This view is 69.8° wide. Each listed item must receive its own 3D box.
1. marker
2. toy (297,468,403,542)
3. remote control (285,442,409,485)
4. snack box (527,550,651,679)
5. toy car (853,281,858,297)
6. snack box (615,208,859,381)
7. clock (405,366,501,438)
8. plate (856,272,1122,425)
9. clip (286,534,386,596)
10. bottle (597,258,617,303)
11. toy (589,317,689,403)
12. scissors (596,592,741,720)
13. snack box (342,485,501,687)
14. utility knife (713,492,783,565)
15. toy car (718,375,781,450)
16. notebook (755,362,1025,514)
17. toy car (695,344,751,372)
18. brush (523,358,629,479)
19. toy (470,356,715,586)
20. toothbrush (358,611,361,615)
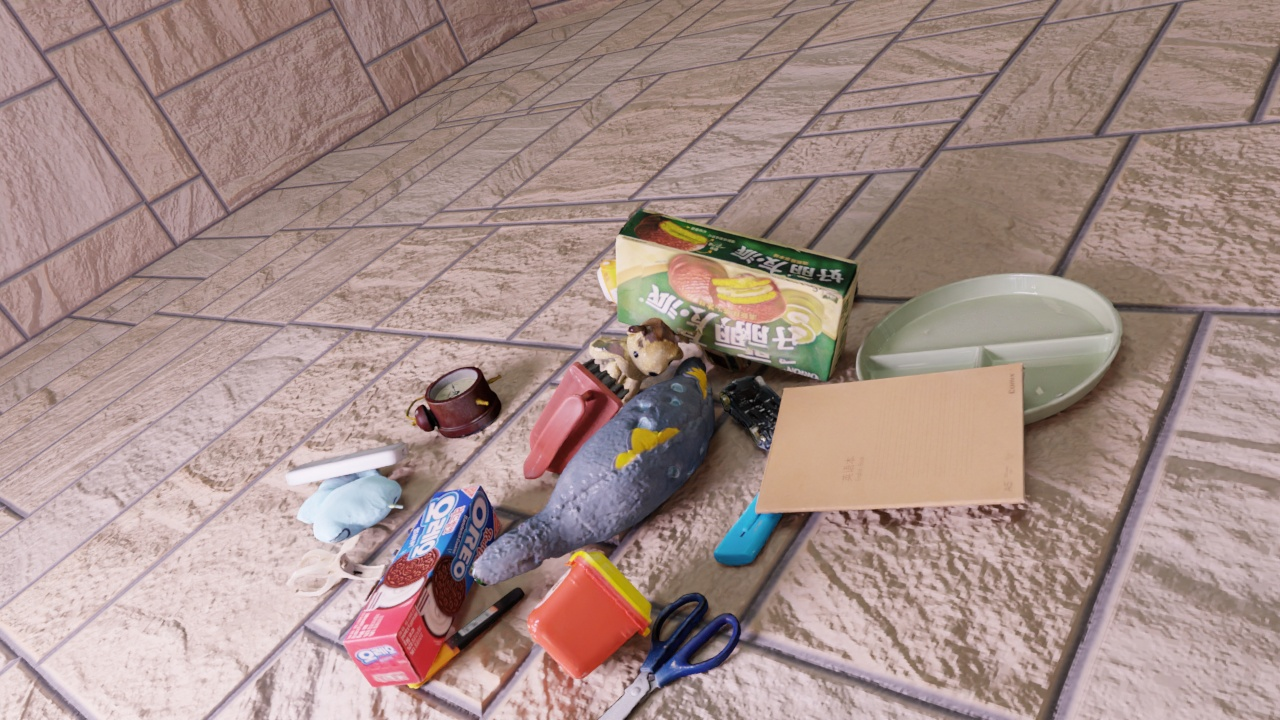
[{"bbox_3d":[-0.151,0.240,0.798,0.123,0.015,0.018,-36,30,-26],"label":"marker"},{"bbox_3d":[-0.319,0.158,1.017,0.156,0.050,0.161,-15,18,23],"label":"toy"},{"bbox_3d":[-0.338,0.120,1.062,0.136,0.020,0.056,-13,6,4],"label":"remote control"},{"bbox_3d":[-0.041,0.198,0.707,0.080,0.082,0.091,-45,-4,-14],"label":"snack box"},{"bbox_3d":[0.199,-0.070,1.024,0.090,0.034,0.043,-21,27,6],"label":"toy car"},{"bbox_3d":[0.093,-0.069,0.935,0.240,0.115,0.063,17,46,17],"label":"snack box"},{"bbox_3d":[-0.228,0.052,1.114,0.122,0.055,0.081,-11,32,17],"label":"clock"},{"bbox_3d":[0.316,-0.009,0.846,0.230,0.027,0.229,-18,30,10],"label":"plate"},{"bbox_3d":[-0.312,0.211,0.936,0.100,0.070,0.034,-21,28,19],"label":"clip"},{"bbox_3d":[0.000,-0.118,1.218,0.108,0.063,0.063,-20,30,7],"label":"bottle"},{"bbox_3d":[-0.006,0.006,0.961,0.105,0.158,0.066,7,64,-18],"label":"toy"},{"bbox_3d":[-0.002,0.239,0.693,0.173,0.012,0.126,-25,31,1],"label":"scissors"},{"bbox_3d":[-0.192,0.197,0.835,0.058,0.057,0.207,-13,25,19],"label":"snack box"},{"bbox_3d":[0.117,0.117,0.797,0.034,0.018,0.160,4,39,41],"label":"utility knife"},{"bbox_3d":[0.116,0.051,0.890,0.049,0.031,0.105,-25,35,-10],"label":"toy car"},{"bbox_3d":[0.210,0.067,0.769,0.212,0.012,0.149,-7,38,28],"label":"notebook"},{"bbox_3d":[0.084,-0.016,1.012,0.035,0.042,0.090,-35,31,-15],"label":"toy car"},{"bbox_3d":[-0.075,0.067,0.920,0.069,0.063,0.146,-40,-10,-48],"label":"brush"},{"bbox_3d":[-0.010,0.090,0.859,0.138,0.091,0.355,-16,21,51],"label":"toy"},{"bbox_3d":[-0.230,0.197,0.920,0.016,0.017,0.187,-5,35,29],"label":"toothbrush"}]
